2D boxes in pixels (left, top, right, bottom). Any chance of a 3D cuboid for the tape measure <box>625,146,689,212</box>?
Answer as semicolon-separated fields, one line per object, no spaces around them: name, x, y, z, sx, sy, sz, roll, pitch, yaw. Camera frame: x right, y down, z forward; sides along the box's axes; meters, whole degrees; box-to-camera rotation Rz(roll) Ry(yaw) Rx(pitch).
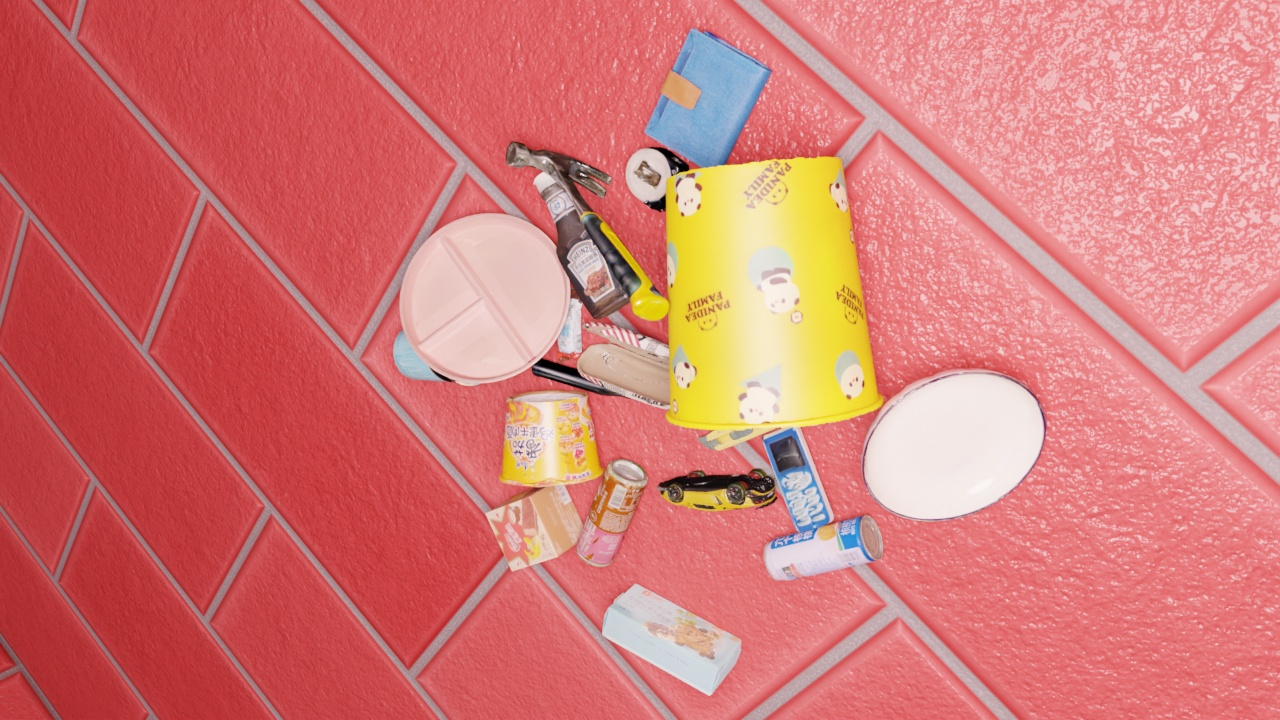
tape measure;0.016;-0.220;1.093;0.066;0.033;0.066;39;118;15

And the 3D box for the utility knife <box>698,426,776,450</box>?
utility knife;0.142;0.076;1.118;0.168;0.018;0.031;-29;110;30

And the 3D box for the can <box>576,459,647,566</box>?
can;-0.039;0.205;1.235;0.058;0.057;0.147;31;118;20

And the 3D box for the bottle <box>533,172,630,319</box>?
bottle;-0.074;-0.151;1.161;0.080;0.043;0.195;-30;87;33

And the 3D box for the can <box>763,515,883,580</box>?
can;0.216;0.225;1.092;0.135;0.053;0.053;-23;92;34

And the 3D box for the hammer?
hammer;-0.047;-0.151;1.037;0.032;0.126;0.323;-62;40;29

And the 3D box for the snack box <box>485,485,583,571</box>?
snack box;-0.147;0.232;1.295;0.095;0.076;0.093;-24;92;34

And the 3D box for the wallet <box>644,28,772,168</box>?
wallet;0.074;-0.292;1.037;0.106;0.040;0.133;35;118;13

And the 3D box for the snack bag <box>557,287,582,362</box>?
snack bag;-0.093;-0.045;1.213;0.045;0.026;0.105;13;109;36

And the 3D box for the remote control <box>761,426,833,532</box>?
remote control;0.188;0.139;1.091;0.049;0.024;0.125;-26;78;34

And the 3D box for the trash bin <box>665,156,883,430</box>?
trash bin;0.129;-0.073;0.967;0.230;0.229;0.255;-2;97;31

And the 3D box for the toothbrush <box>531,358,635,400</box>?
toothbrush;-0.050;0.033;1.211;0.213;0.026;0.027;15;118;26

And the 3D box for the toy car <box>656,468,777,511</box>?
toy car;0.094;0.162;1.137;0.156;0.071;0.041;-4;98;34

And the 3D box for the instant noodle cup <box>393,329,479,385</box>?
instant noodle cup;-0.284;-0.015;1.294;0.121;0.111;0.111;-5;101;38

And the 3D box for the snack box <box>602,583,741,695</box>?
snack box;0.041;0.370;1.226;0.175;0.074;0.052;23;115;23

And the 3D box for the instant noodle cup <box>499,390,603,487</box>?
instant noodle cup;-0.119;0.099;1.214;0.138;0.137;0.110;1;97;30

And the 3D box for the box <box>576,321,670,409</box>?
box;-0.007;0.010;1.151;0.163;0.076;0.088;18;89;23

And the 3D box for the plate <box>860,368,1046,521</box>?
plate;0.319;0.083;0.954;0.192;0.039;0.193;-3;122;-5

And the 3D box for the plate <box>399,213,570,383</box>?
plate;-0.202;-0.081;1.202;0.230;0.028;0.229;-2;78;8
